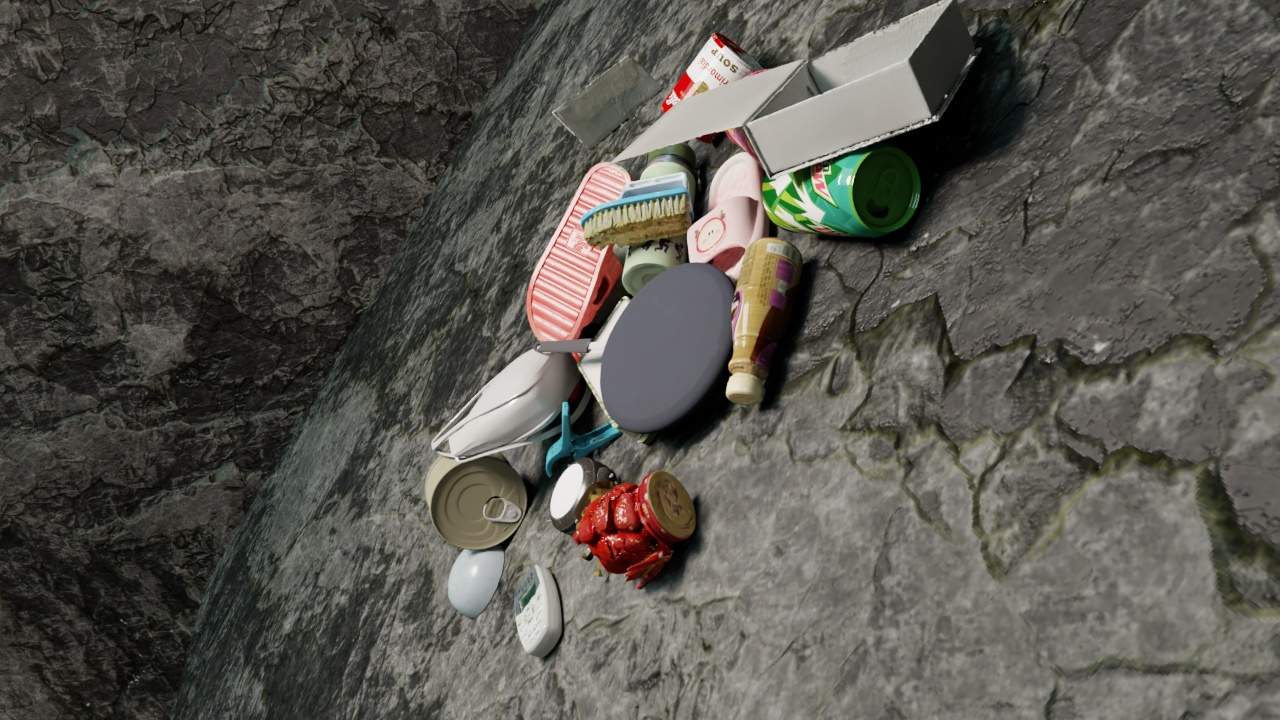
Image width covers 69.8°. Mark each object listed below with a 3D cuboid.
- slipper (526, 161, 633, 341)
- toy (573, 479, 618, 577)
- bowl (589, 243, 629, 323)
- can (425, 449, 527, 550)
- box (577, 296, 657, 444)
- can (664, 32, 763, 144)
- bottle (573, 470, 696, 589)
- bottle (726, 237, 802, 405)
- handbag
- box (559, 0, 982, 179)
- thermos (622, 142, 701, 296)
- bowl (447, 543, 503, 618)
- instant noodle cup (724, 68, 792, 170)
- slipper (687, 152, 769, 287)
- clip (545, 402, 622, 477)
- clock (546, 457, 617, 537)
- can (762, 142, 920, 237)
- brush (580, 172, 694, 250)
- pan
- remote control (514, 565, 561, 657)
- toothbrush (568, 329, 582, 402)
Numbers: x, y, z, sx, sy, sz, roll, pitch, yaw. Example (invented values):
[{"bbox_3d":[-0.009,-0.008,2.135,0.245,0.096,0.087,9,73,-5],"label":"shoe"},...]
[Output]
[{"bbox_3d":[-0.069,-0.131,1.183,0.103,0.059,0.249,25,96,28],"label":"slipper"},{"bbox_3d":[-0.042,0.178,0.976,0.076,0.062,0.100,-2,72,37],"label":"toy"},{"bbox_3d":[-0.081,-0.120,1.278,0.179,0.081,0.178,-35,24,19],"label":"bowl"},{"bbox_3d":[-0.222,0.181,1.232,0.128,0.127,0.073,-61,23,2],"label":"can"},{"bbox_3d":[-0.006,0.006,1.090,0.118,0.051,0.205,-54,27,7],"label":"box"},{"bbox_3d":[0.095,-0.360,1.216,0.117,0.086,0.086,-50,28,26],"label":"can"},{"bbox_3d":[-0.007,0.167,0.890,0.111,0.099,0.098,-32,37,31],"label":"bottle"},{"bbox_3d":[0.115,-0.037,0.888,0.060,0.059,0.165,-22,47,54],"label":"bottle"},{"bbox_3d":[-0.184,0.066,1.225,0.223,0.095,0.215,-28,16,24],"label":"handbag"},{"bbox_3d":[0.118,-0.246,0.881,0.369,0.098,0.165,-5,32,37],"label":"box"},{"bbox_3d":[0.033,-0.187,1.182,0.083,0.082,0.230,-35,36,45],"label":"thermos"},{"bbox_3d":[-0.228,0.289,1.235,0.107,0.039,0.106,-44,31,34],"label":"bowl"},{"bbox_3d":[0.152,-0.252,1.007,0.098,0.097,0.108,-50,36,25],"label":"instant noodle cup"},{"bbox_3d":[0.099,-0.155,1.043,0.107,0.055,0.221,-32,38,44],"label":"slipper"},{"bbox_3d":[-0.090,0.101,1.119,0.027,0.102,0.120,-87,21,-47],"label":"clip"},{"bbox_3d":[-0.068,0.157,1.059,0.123,0.043,0.091,-7,58,60],"label":"clock"},{"bbox_3d":[0.183,-0.158,0.851,0.083,0.083,0.144,-63,25,-2],"label":"can"},{"bbox_3d":[-0.006,-0.179,1.100,0.136,0.055,0.075,-10,57,8],"label":"brush"},{"bbox_3d":[-0.025,-0.018,1.041,0.357,0.021,0.198,1,67,51],"label":"pan"},{"bbox_3d":[-0.117,0.285,1.042,0.060,0.028,0.114,-54,26,17],"label":"remote control"},{"bbox_3d":[-0.093,-0.019,1.322,0.018,0.012,0.212,-44,30,33],"label":"toothbrush"}]
